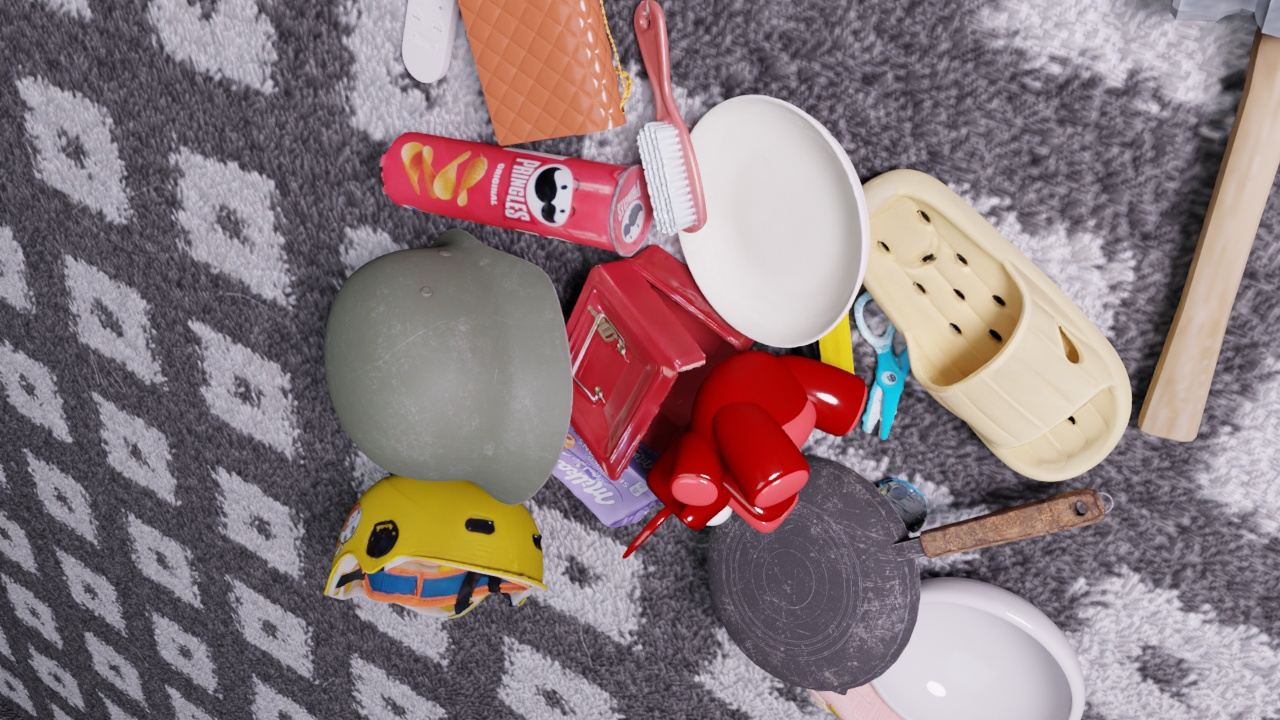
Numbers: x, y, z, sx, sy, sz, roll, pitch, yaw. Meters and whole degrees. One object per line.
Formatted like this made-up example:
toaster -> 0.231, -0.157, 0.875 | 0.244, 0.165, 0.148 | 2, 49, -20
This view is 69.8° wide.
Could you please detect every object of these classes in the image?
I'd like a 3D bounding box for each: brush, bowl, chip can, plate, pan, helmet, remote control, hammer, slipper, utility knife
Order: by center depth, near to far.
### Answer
hammer -> 0.350, -0.088, 0.541 | 0.117, 0.051, 0.323 | 13, 127, 24
slipper -> 0.235, -0.018, 0.627 | 0.112, 0.079, 0.261 | -39, 93, 29
plate -> 0.097, -0.101, 0.665 | 0.182, 0.034, 0.183 | 30, 130, 42
brush -> 0.014, -0.176, 0.678 | 0.041, 0.030, 0.172 | 5, 112, 52
utility knife -> 0.153, -0.010, 0.727 | 0.030, 0.017, 0.156 | 7, 121, 33
pan -> 0.191, 0.157, 0.737 | 0.358, 0.040, 0.207 | -26, 74, 38
remote control -> -0.168, -0.292, 0.749 | 0.043, 0.013, 0.137 | 31, 130, 11
chip can -> -0.106, -0.143, 0.766 | 0.233, 0.072, 0.073 | 15, 125, 24
bowl -> 0.281, 0.247, 0.777 | 0.177, 0.066, 0.177 | 15, 125, 23
helmet -> -0.192, 0.000, 0.807 | 0.228, 0.153, 0.267 | -52, 50, 38
slipper -> 0.198, 0.298, 0.858 | 0.197, 0.093, 0.082 | 50, 156, -9
helmet -> -0.205, 0.181, 0.972 | 0.241, 0.139, 0.209 | -20, 148, 34

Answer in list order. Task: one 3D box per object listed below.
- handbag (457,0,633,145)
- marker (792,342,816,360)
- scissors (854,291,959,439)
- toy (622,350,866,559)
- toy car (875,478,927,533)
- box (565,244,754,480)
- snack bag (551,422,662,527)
handbag -> -0.071, -0.256, 0.679 | 0.109, 0.060, 0.172 | 3, 117, 36
marker -> 0.117, -0.044, 0.730 | 0.022, 0.016, 0.139 | 7, 124, 55
scissors -> 0.203, 0.010, 0.713 | 0.083, 0.015, 0.141 | 12, 121, 22
toy -> 0.075, 0.079, 0.727 | 0.120, 0.157, 0.198 | 43, 137, 7
toy car -> 0.201, 0.142, 0.783 | 0.048, 0.032, 0.106 | 38, 118, 7
box -> 0.006, -0.004, 0.780 | 0.136, 0.122, 0.158 | 50, 137, 19
snack bag -> -0.053, 0.072, 0.879 | 0.205, 0.058, 0.097 | 45, 134, -4
